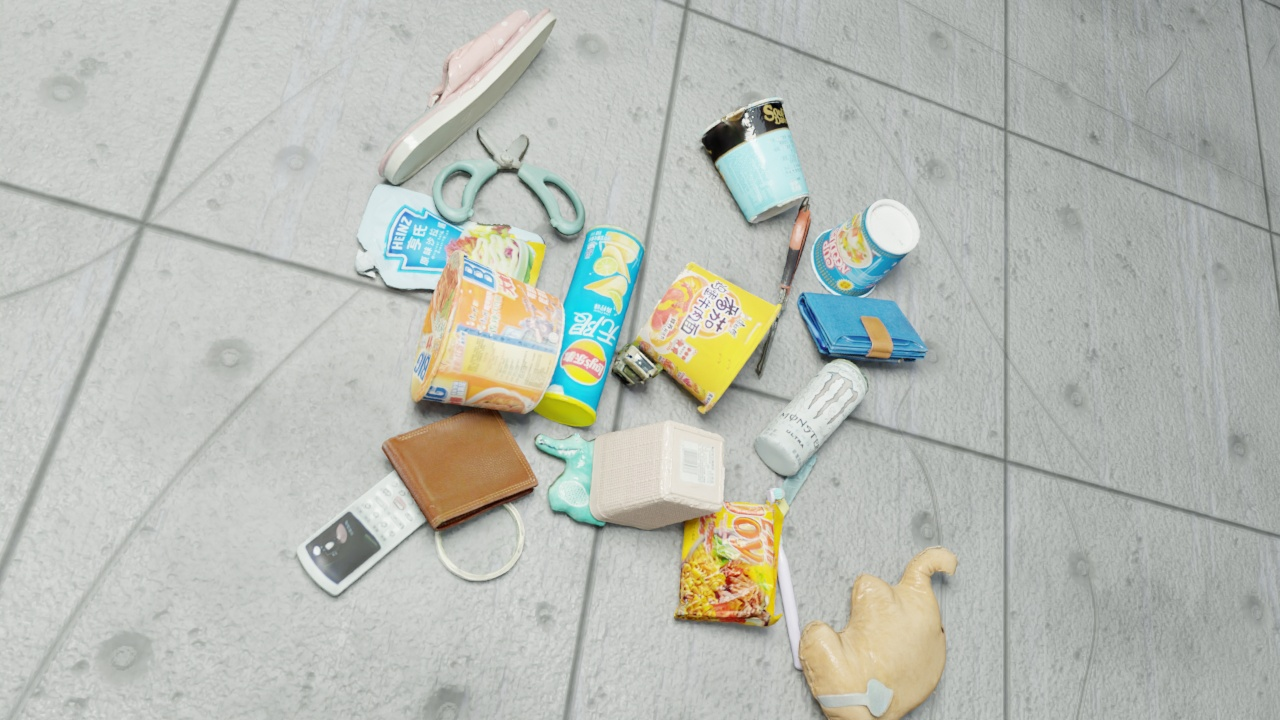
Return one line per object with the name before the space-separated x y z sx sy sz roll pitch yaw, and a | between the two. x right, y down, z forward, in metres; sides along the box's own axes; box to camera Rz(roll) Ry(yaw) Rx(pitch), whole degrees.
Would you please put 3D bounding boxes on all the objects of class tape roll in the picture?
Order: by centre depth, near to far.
tape roll | -0.156 0.170 0.891 0.085 0.014 0.085 7 69 -18

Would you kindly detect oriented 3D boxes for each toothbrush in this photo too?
toothbrush | 0.156 0.230 0.971 0.029 0.021 0.189 8 72 -59

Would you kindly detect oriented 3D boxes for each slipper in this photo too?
slipper | -0.191 -0.295 0.990 0.054 0.114 0.273 42 70 -7

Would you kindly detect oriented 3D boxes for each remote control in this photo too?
remote control | -0.247 0.152 0.860 0.149 0.021 0.058 -41 89 -27

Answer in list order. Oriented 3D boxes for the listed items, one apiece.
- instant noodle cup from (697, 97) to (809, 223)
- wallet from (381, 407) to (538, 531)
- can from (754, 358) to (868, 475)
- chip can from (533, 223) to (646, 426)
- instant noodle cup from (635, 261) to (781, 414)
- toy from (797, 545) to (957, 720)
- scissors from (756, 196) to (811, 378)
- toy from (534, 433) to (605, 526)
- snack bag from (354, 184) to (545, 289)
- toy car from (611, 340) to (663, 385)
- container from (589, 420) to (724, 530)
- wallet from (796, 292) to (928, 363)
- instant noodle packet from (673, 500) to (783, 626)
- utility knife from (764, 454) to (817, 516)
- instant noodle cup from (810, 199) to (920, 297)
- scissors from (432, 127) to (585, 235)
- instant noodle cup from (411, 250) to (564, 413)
instant noodle cup | 0.141 -0.233 1.094 0.111 0.111 0.120 -22 88 -25
wallet | -0.171 0.101 0.884 0.124 0.032 0.101 -19 69 -39
can | 0.193 0.063 1.030 0.058 0.058 0.146 48 64 1
chip can | -0.054 -0.039 0.969 0.071 0.071 0.209 21 66 -12
instant noodle cup | 0.067 -0.031 0.982 0.110 0.138 0.137 34 63 3
toy | 0.265 0.292 0.964 0.225 0.083 0.143 -32 97 -29
scissors | 0.167 -0.087 1.063 0.015 0.193 0.206 15 37 11
toy | -0.069 0.114 0.934 0.096 0.030 0.091 24 61 -13
snack bag | -0.200 -0.112 0.962 0.191 0.039 0.110 18 76 -13
toy car | -0.006 0.006 0.961 0.042 0.090 0.035 42 80 -5
container | 0.020 0.113 0.907 0.089 0.111 0.090 19 65 -35
wallet | 0.261 -0.040 1.086 0.133 0.040 0.106 3 41 -19
instant noodle packet | 0.092 0.203 0.939 0.111 0.044 0.128 4 67 4
utility knife | 0.135 0.182 0.990 0.031 0.022 0.219 41 70 -7
instant noodle cup | 0.274 -0.138 1.101 0.099 0.110 0.099 7 69 -17
scissors | -0.134 -0.184 1.002 0.180 0.019 0.169 30 49 -1
instant noodle cup | -0.147 -0.019 0.891 0.111 0.152 0.151 17 67 -21
